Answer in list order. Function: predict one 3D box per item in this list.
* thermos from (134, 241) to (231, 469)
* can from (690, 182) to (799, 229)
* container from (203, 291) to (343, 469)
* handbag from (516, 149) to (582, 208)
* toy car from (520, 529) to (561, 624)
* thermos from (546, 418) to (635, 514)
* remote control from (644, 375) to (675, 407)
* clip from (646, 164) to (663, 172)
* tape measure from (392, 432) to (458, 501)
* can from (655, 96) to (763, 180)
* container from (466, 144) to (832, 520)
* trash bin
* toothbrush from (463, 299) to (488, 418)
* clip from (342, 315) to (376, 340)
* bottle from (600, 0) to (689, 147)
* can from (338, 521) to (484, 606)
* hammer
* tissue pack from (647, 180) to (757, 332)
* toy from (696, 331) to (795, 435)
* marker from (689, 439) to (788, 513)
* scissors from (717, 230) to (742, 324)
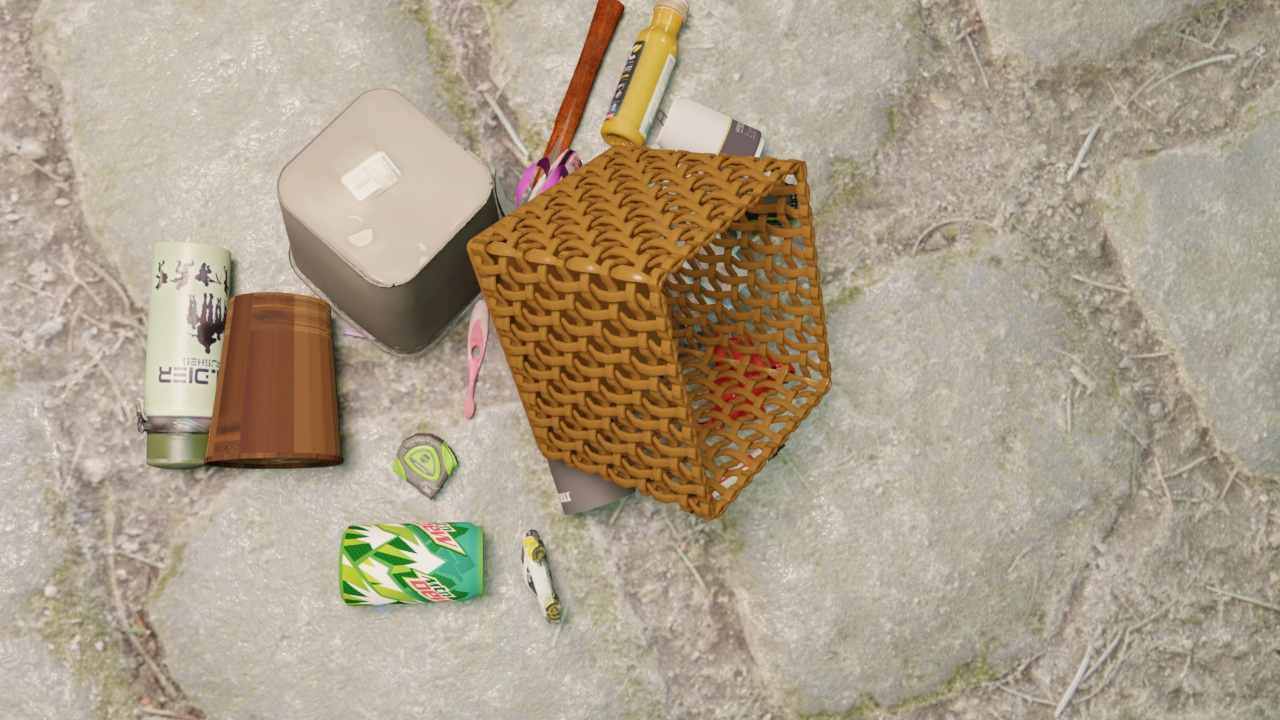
[{"bbox_3d":[-0.475,-0.003,0.954,0.082,0.082,0.231,2,85,-9],"label":"thermos"},{"bbox_3d":[0.113,-0.180,1.063,0.137,0.054,0.054,-7,86,-17],"label":"can"},{"bbox_3d":[-0.374,0.023,0.948,0.132,0.132,0.167,-1,79,-9],"label":"container"},{"bbox_3d":[-0.099,-0.158,0.946,0.068,0.170,0.144,24,86,1],"label":"handbag"},{"bbox_3d":[-0.111,0.238,1.003,0.033,0.048,0.105,-16,87,-11],"label":"toy car"},{"bbox_3d":[-0.081,0.041,1.007,0.082,0.082,0.240,-18,88,-10],"label":"thermos"},{"bbox_3d":[-0.006,0.006,1.056,0.032,0.015,0.136,-43,95,-10],"label":"remote control"},{"bbox_3d":[0.018,-0.216,1.076,0.060,0.024,0.039,30,78,5],"label":"clip"},{"bbox_3d":[-0.235,0.110,1.003,0.065,0.036,0.058,42,90,-7],"label":"tape measure"},{"bbox_3d":[0.075,-0.259,1.066,0.127,0.064,0.064,23,82,-6],"label":"can"},{"bbox_3d":[0.019,-0.038,0.854,0.218,0.214,0.252,-42,132,-35],"label":"container"},{"bbox_3d":[-0.247,-0.138,0.921,0.197,0.220,0.197,41,76,-2],"label":"trash bin"},{"bbox_3d":[-0.186,-0.002,1.031,0.021,0.016,0.135,7,82,-9],"label":"toothbrush"},{"bbox_3d":[-0.304,-0.039,1.017,0.052,0.014,0.041,-4,85,-6],"label":"clip"},{"bbox_3d":[0.009,-0.338,1.069,0.053,0.053,0.186,21,82,-6],"label":"bottle"},{"bbox_3d":[-0.238,0.214,0.968,0.144,0.083,0.083,0,85,-9],"label":"can"},{"bbox_3d":[-0.083,-0.285,1.064,0.111,0.028,0.300,20,82,-7],"label":"hammer"},{"bbox_3d":[0.042,-0.119,1.024,0.069,0.112,0.182,-40,92,-18],"label":"tissue pack"},{"bbox_3d":[0.101,0.029,1.056,0.133,0.088,0.094,-49,60,9],"label":"toy"},{"bbox_3d":[0.113,0.129,1.061,0.145,0.019,0.019,-33,90,-10],"label":"marker"},{"bbox_3d":[0.101,-0.104,1.085,0.066,0.015,0.135,-15,89,-13],"label":"scissors"}]
